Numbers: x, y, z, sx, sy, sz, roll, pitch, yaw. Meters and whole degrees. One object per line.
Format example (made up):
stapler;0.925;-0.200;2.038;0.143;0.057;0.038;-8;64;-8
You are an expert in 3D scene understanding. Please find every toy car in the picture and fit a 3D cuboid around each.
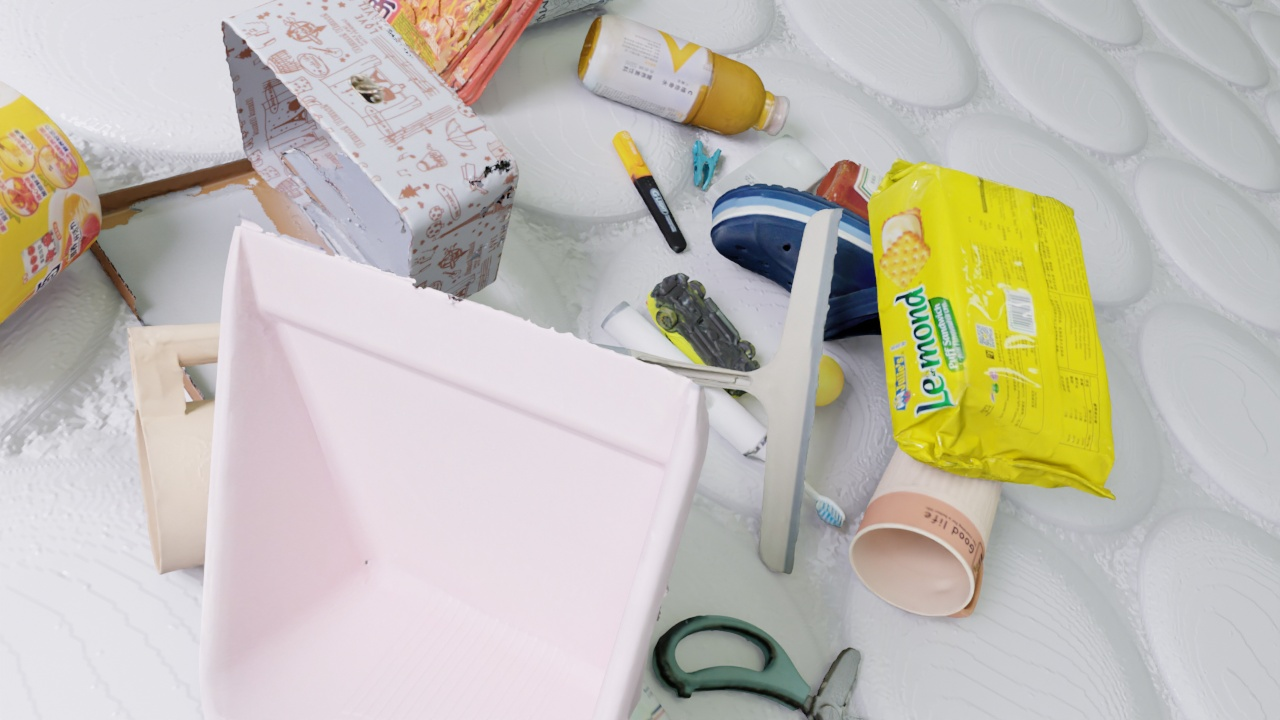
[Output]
toy car;0.045;-0.016;0.680;0.105;0.032;0.048;49;50;-4

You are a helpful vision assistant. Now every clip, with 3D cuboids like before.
clip;0.057;-0.170;0.803;0.049;0.015;0.056;23;52;-13

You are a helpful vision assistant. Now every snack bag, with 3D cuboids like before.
snack bag;0.249;-0.029;0.644;0.158;0.068;0.246;11;63;-18

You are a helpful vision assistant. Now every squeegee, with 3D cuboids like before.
squeegee;-0.004;0.004;0.622;0.246;0.039;0.246;8;88;-3

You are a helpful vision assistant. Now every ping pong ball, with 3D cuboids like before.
ping pong ball;0.134;0.015;0.696;0.040;0.040;0.040;13;53;-18

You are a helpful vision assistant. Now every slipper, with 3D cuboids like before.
slipper;0.164;-0.053;0.727;0.252;0.105;0.095;21;71;-10

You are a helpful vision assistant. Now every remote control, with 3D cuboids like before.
remote control;0.115;-0.158;0.819;0.056;0.019;0.134;44;50;7

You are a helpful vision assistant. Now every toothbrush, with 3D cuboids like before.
toothbrush;0.061;0.040;0.653;0.221;0.027;0.026;42;31;5

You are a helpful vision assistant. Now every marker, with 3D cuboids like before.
marker;0.008;-0.140;0.758;0.018;0.015;0.123;-15;67;-28

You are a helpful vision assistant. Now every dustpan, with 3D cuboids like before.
dustpan;-0.100;0.110;0.366;0.223;0.274;0.138;17;42;26

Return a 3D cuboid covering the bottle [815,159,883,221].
bottle;0.254;-0.109;0.828;0.206;0.060;0.059;28;50;-7

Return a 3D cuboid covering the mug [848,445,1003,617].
mug;0.210;0.121;0.643;0.114;0.082;0.105;56;46;-18

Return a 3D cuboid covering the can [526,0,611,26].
can;-0.081;-0.336;0.819;0.058;0.058;0.146;48;51;10

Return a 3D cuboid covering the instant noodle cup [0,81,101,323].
instant noodle cup;-0.357;-0.075;0.462;0.138;0.138;0.109;32;42;-3

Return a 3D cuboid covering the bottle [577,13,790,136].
bottle;0.041;-0.245;0.811;0.189;0.068;0.067;14;53;-17

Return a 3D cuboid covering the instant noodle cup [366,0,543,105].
instant noodle cup;-0.143;-0.314;0.723;0.189;0.165;0.079;50;28;11

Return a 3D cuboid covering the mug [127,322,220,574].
mug;-0.198;0.039;0.470;0.103;0.125;0.084;-7;20;-32

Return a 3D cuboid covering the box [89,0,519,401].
box;-0.208;-0.086;0.533;0.192;0.157;0.183;-35;76;-31

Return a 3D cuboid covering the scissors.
scissors;0.073;0.220;0.541;0.178;0.019;0.169;36;51;1

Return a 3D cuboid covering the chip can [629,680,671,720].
chip can;0.004;0.225;0.469;0.071;0.071;0.214;-28;73;-37
